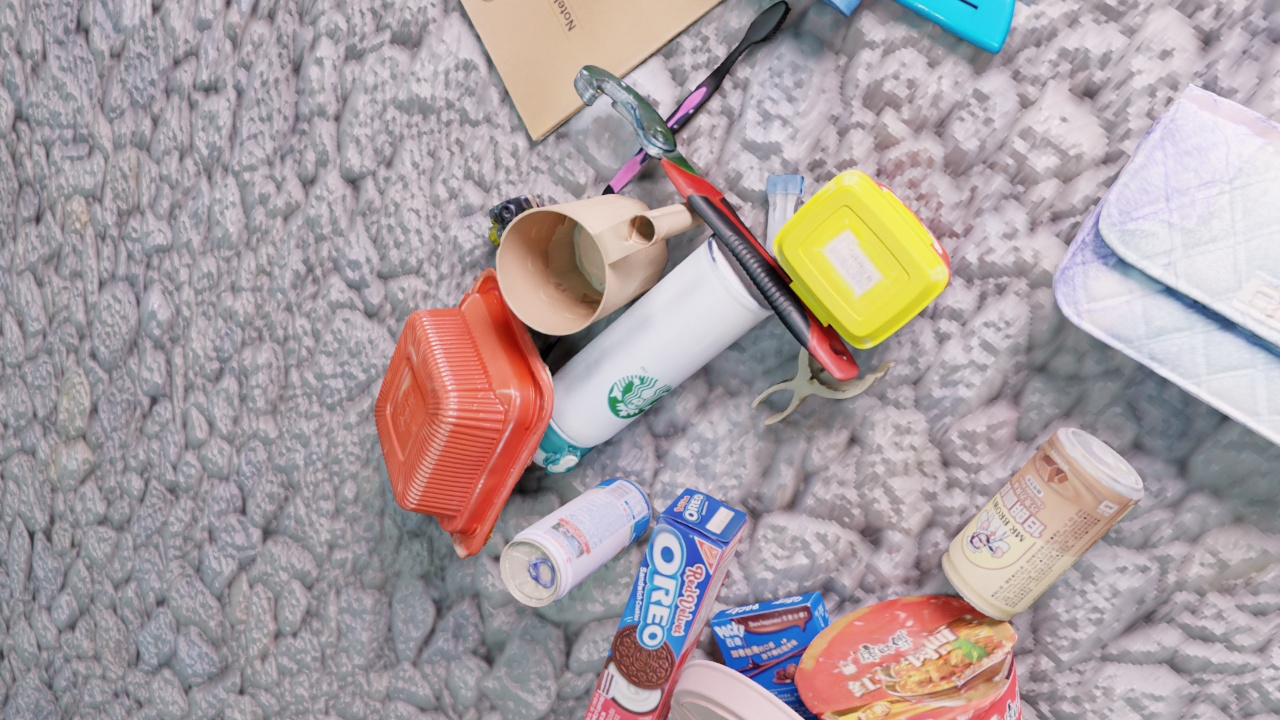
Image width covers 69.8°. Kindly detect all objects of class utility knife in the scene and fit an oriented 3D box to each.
[{"bbox_3d":[0.135,-0.244,0.553,0.199,0.018,0.034,36,117,18],"label":"utility knife"}]

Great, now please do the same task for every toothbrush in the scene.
[{"bbox_3d":[0.034,-0.173,0.630,0.190,0.017,0.014,-41,81,33],"label":"toothbrush"},{"bbox_3d":[-0.092,0.019,0.742,0.017,0.014,0.189,43,118,4],"label":"toothbrush"}]

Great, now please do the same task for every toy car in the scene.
[{"bbox_3d":[-0.081,-0.080,0.699,0.042,0.035,0.090,-16,101,32],"label":"toy car"}]

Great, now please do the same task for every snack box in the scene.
[{"bbox_3d":[0.018,0.200,0.702,0.057,0.058,0.208,26,113,18],"label":"snack box"},{"bbox_3d":[0.118,0.253,0.678,0.085,0.026,0.157,-20,92,30],"label":"snack box"},{"bbox_3d":[0.138,-0.063,0.559,0.082,0.080,0.091,-43,81,28],"label":"snack box"}]

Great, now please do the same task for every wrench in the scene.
[{"bbox_3d":[0.049,-0.094,0.594,0.273,0.056,0.016,51,127,13],"label":"wrench"}]

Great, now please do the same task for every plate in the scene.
[{"bbox_3d":[0.101,0.307,0.631,0.229,0.028,0.230,39,149,29],"label":"plate"}]

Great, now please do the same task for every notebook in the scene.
[{"bbox_3d":[-0.034,-0.272,0.642,0.208,0.008,0.148,-28,88,30],"label":"notebook"}]

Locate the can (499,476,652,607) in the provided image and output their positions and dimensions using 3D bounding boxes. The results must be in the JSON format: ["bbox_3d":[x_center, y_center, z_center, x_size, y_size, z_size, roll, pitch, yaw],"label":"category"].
[{"bbox_3d":[-0.044,0.130,0.673,0.053,0.134,0.053,7,104,27],"label":"can"}]

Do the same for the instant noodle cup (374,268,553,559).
[{"bbox_3d":[-0.145,0.041,0.704,0.189,0.079,0.164,-62,40,31],"label":"instant noodle cup"}]

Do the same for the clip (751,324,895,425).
[{"bbox_3d":[0.127,0.017,0.612,0.092,0.034,0.103,34,120,18],"label":"clip"}]

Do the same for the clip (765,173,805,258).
[{"bbox_3d":[0.094,-0.096,0.610,0.025,0.031,0.057,8,101,24],"label":"clip"}]

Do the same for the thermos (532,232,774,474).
[{"bbox_3d":[-0.004,0.004,0.658,0.225,0.073,0.073,-40,82,30],"label":"thermos"}]

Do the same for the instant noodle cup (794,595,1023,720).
[{"bbox_3d":[0.179,0.233,0.585,0.138,0.137,0.108,-12,105,30],"label":"instant noodle cup"}]

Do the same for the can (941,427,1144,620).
[{"bbox_3d":[0.241,0.099,0.556,0.058,0.058,0.116,40,117,15],"label":"can"}]

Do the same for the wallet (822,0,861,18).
[{"bbox_3d":[0.126,-0.283,0.527,0.106,0.040,0.133,46,107,13],"label":"wallet"}]

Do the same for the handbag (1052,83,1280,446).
[{"bbox_3d":[0.326,-0.037,0.467,0.194,0.075,0.134,34,115,17],"label":"handbag"}]

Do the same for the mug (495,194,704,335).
[{"bbox_3d":[-0.021,-0.077,0.625,0.125,0.103,0.084,-21,96,29],"label":"mug"}]
